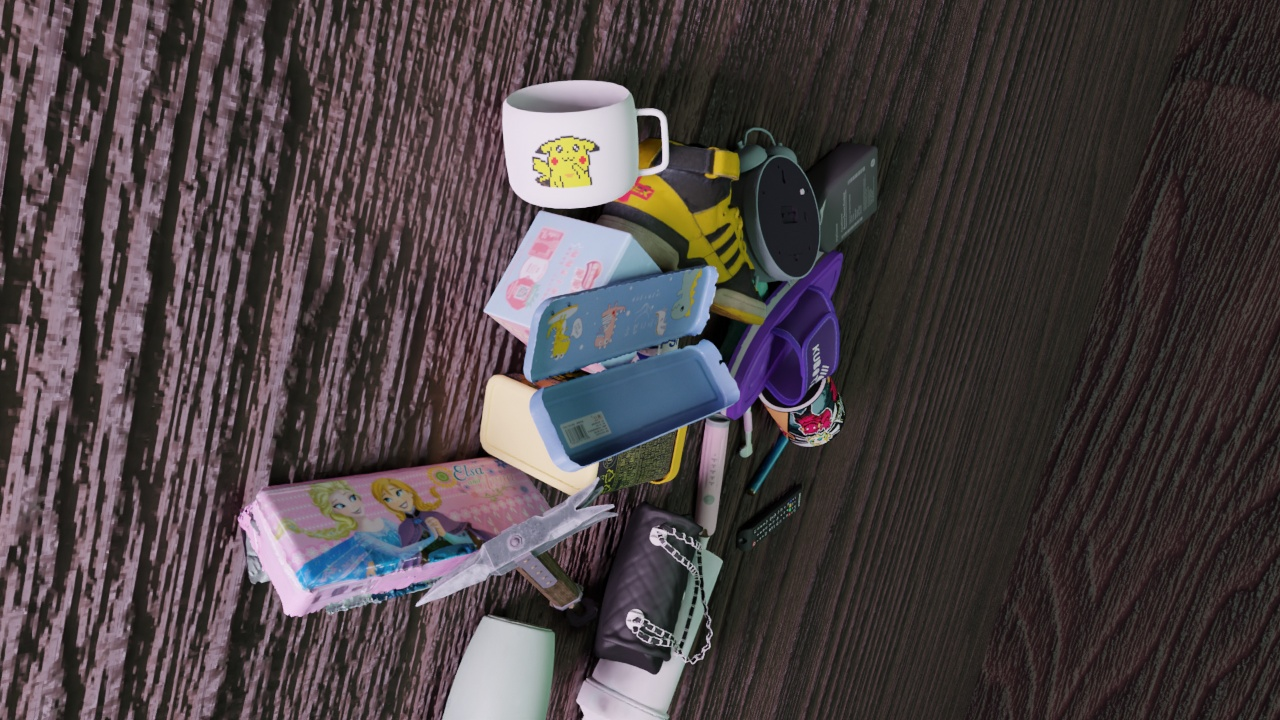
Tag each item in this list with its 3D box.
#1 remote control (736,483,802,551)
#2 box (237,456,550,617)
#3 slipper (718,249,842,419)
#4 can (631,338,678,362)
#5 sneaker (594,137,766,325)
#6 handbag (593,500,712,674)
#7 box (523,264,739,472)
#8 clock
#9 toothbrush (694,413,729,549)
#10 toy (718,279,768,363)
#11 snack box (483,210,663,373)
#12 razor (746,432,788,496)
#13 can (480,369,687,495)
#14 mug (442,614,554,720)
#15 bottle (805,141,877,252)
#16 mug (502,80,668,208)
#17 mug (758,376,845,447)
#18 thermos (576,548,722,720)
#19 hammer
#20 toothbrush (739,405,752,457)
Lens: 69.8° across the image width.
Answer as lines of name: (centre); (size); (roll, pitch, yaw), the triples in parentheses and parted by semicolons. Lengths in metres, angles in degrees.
remote control: (0.172, 0.202, 1.192); (0.146, 0.015, 0.033); (-27, 126, -45)
box: (-0.165, 0.125, 0.647); (0.229, 0.084, 0.071); (-2, 135, -54)
slipper: (0.182, -0.028, 0.994); (0.265, 0.084, 0.107); (-47, 153, -42)
can: (-0.005, 0.005, 0.806); (0.070, 0.070, 0.132); (-15, 118, -50)
sneaker: (0.056, -0.116, 0.815); (0.238, 0.086, 0.122); (24, 88, -54)
handbag: (0.024, 0.218, 0.867); (0.125, 0.115, 0.153); (88, 21, -70)
box: (-0.003, -0.001, 0.667); (0.208, 0.043, 0.125); (-18, 100, -50)
clock: (0.129, -0.151, 0.911); (0.122, 0.045, 0.159); (-14, 95, -51)
toothbrush: (0.075, 0.166, 1.032); (0.026, 0.027, 0.223); (-62, 158, -68)
toy: (0.106, -0.051, 0.962); (0.084, 0.033, 0.105); (-28, 132, -49)
snack box: (-0.046, -0.048, 0.702); (0.093, 0.095, 0.079); (-63, 145, -12)
razor: (0.175, 0.112, 1.152); (0.143, 0.022, 0.042); (-48, 176, -23)
can: (-0.047, 0.052, 0.721); (0.100, 0.131, 0.072); (-6, 111, -50)
mug: (-0.112, 0.277, 0.787); (0.111, 0.084, 0.104); (58, 43, -68)
bottle: (0.207, -0.172, 1.032); (0.173, 0.046, 0.084); (-41, 136, -36)
mug: (-0.038, -0.153, 0.648); (0.094, 0.115, 0.068); (-87, 175, -59)
mug: (0.192, 0.030, 1.093); (0.098, 0.082, 0.117); (50, 38, -51)
thermos: (0.011, 0.296, 0.956); (0.220, 0.099, 0.099); (-64, 145, -17)
hammer: (-0.073, 0.186, 0.753); (0.147, 0.028, 0.317); (-28, 156, -7)
toothbrush: (0.120, 0.044, 1.045); (0.022, 0.015, 0.155); (-36, 132, -42)
